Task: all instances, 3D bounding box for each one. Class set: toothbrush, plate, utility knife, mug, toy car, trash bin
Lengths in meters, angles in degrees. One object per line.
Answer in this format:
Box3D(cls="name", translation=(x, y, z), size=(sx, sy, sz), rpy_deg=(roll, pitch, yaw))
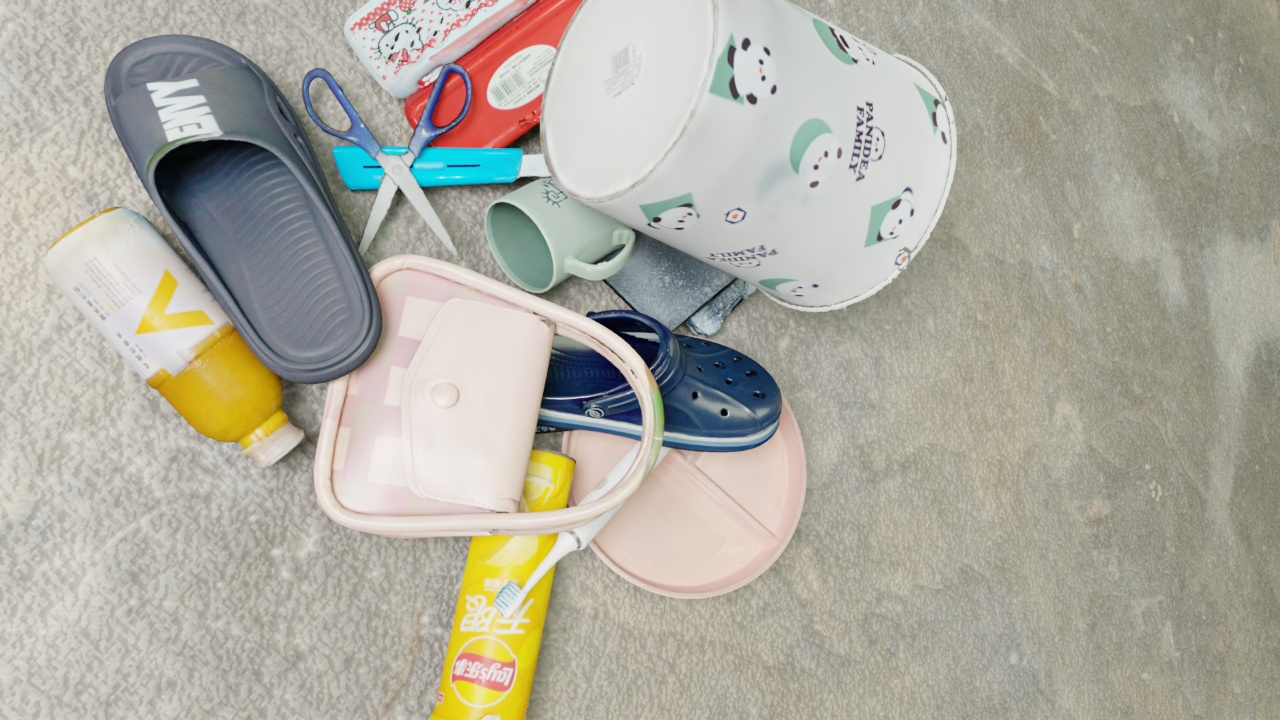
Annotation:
Box3D(cls="toothbrush", translation=(-0.037, 0.117, 0.706), size=(0.026, 0.027, 0.220), rpy_deg=(47, 49, -1))
Box3D(cls="plate", translation=(0.039, 0.091, 0.805), size=(0.229, 0.028, 0.229), rpy_deg=(5, 76, -19))
Box3D(cls="utility knife", translation=(-0.141, -0.153, 0.721), size=(0.191, 0.018, 0.034), rpy_deg=(-4, 90, -12))
Box3D(cls="mug", translation=(-0.052, -0.108, 0.759), size=(0.112, 0.082, 0.106), rpy_deg=(35, 50, 27))
Box3D(cls="toy car", translation=(0.077, -0.066, 0.882), size=(0.049, 0.031, 0.105), rpy_deg=(52, 58, -16))
Box3D(cls="trash bin", translation=(0.077, -0.174, 0.709), size=(0.251, 0.230, 0.229), rpy_deg=(12, 75, -41))

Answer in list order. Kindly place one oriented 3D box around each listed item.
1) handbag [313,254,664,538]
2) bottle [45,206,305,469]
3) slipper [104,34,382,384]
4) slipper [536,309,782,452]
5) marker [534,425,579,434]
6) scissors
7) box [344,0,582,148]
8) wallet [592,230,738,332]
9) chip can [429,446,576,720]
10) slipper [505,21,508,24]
Box3D(cls="handbag", translation=(-0.100, 0.038, 0.649), size=(0.234, 0.093, 0.193), rpy_deg=(9, 77, 3))
Box3D(cls="bottle", translation=(-0.298, -0.010, 0.603), size=(0.067, 0.068, 0.189), rpy_deg=(-45, 107, -30))
Box3D(cls="slipper", translation=(-0.255, -0.112, 0.588), size=(0.110, 0.083, 0.268), rpy_deg=(-30, 83, -16))
Box3D(cls="slipper", translation=(-0.004, 0.004, 0.734), size=(0.252, 0.095, 0.105), rpy_deg=(7, 53, -10))
Box3D(cls="marker", translation=(-0.108, 0.051, 0.734), size=(0.132, 0.020, 0.022), rpy_deg=(-4, 53, -22))
Box3D(cls="scissors", translation=(-0.185, -0.158, 0.695), size=(0.162, 0.012, 0.176), rpy_deg=(-46, 99, -6))
Box3D(cls="box", translation=(-0.114, -0.261, 0.730), size=(0.201, 0.060, 0.161), rpy_deg=(-37, 105, -1))
Box3D(cls="wallet", translation=(0.026, -0.084, 0.840), size=(0.097, 0.019, 0.120), rpy_deg=(45, 58, 10))
Box3D(cls="chip can", translation=(-0.103, 0.174, 0.701), size=(0.072, 0.072, 0.213), rpy_deg=(19, 71, -29))
Box3D(cls="slipper", translation=(-0.033, -0.272, 0.815), size=(0.190, 0.082, 0.091), rpy_deg=(21, 80, -12))
